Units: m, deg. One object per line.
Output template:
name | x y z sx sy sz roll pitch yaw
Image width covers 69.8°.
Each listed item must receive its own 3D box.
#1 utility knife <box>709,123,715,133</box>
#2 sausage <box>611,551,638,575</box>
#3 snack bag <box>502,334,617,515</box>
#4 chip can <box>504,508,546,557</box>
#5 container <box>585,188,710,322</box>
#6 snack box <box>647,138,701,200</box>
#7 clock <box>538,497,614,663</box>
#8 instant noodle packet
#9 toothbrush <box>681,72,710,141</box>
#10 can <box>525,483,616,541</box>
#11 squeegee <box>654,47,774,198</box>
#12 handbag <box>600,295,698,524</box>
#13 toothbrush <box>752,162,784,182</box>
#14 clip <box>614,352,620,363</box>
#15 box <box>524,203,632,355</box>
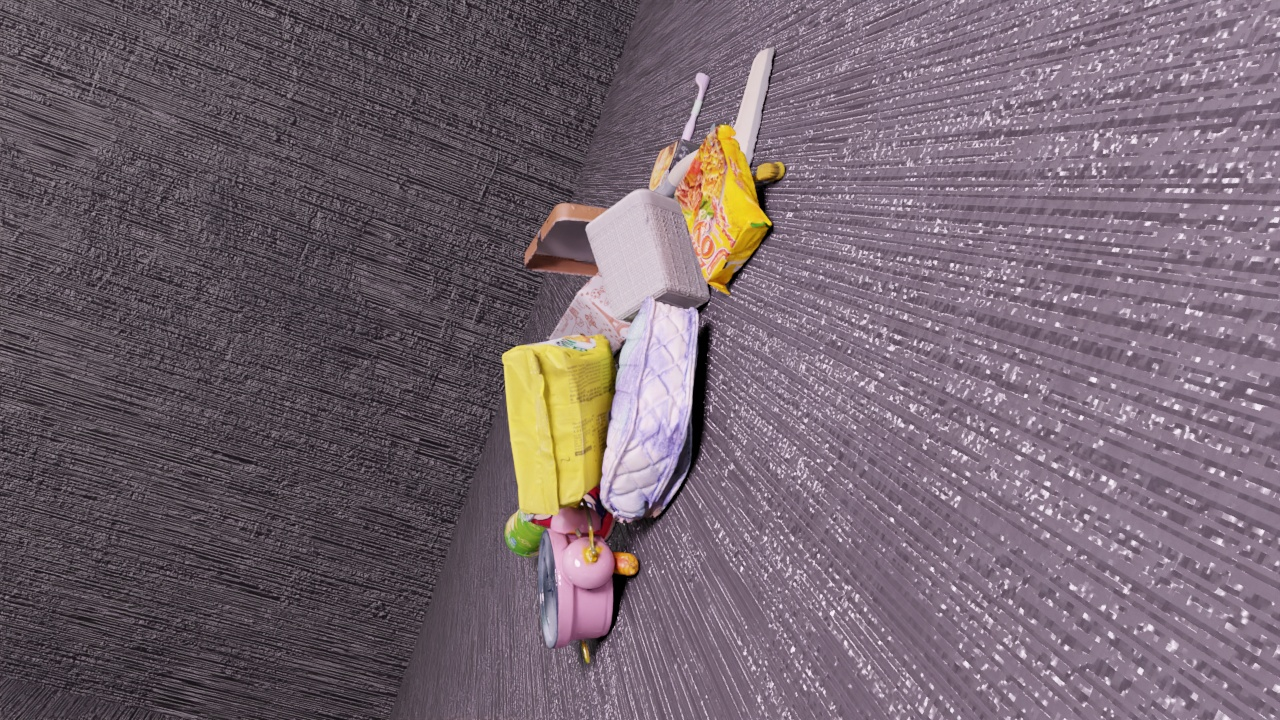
utility knife | 0.080 -0.225 1.132 0.029 0.013 0.207 124 161 -50
sausage | -0.029 0.207 0.942 0.165 0.021 0.021 147 141 -72
snack bag | -0.064 0.056 0.924 0.246 0.068 0.158 -22 -73 -77
chip can | -0.137 0.222 1.288 0.222 0.072 0.072 129 156 -61
container | 0.011 -0.102 0.964 0.090 0.090 0.114 -30 64 35
snack box | 0.041 -0.228 1.243 0.126 0.053 0.113 -174 103 -73
clock | -0.064 0.210 0.915 0.117 0.059 0.159 -118 31 -61
instant noodle packet | 0.076 -0.141 0.876 0.111 0.044 0.128 119 141 -53
toothbrush | 0.065 -0.327 1.345 0.021 0.029 0.189 18 91 41
can | -0.076 0.164 1.042 0.066 0.093 0.066 -162 91 -78
squeegee | 0.052 -0.215 1.074 0.247 0.039 0.246 -27 45 59
handbag | 0.012 0.043 0.882 0.134 0.075 0.193 113 170 -47
toothbrush | 0.085 -0.174 0.924 0.190 0.016 0.015 178 88 -64
clip | -0.005 -0.002 1.131 0.105 0.034 0.083 -52 23 46
box | -0.057 -0.109 1.110 0.152 0.178 0.183 -49 2 -25
